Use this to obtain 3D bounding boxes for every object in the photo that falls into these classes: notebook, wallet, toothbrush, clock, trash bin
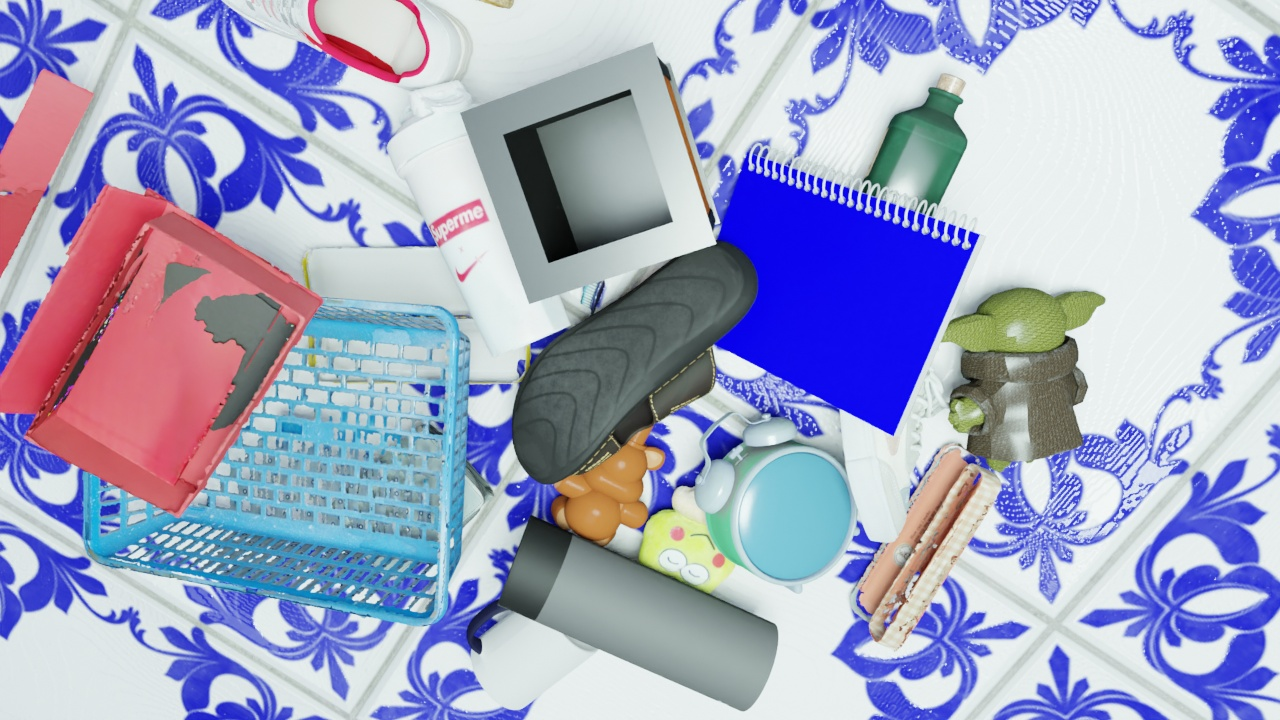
[{"bbox_3d":[0.146,-0.063,0.735,0.209,0.022,0.172,29,109,34],"label":"notebook"},{"bbox_3d":[-0.214,0.132,0.862,0.132,0.054,0.100,-39,96,11],"label":"wallet"},{"bbox_3d":[-0.069,0.010,0.837,0.017,0.016,0.189,23,105,10],"label":"toothbrush"},{"bbox_3d":[0.109,0.114,0.797,0.121,0.075,0.161,-42,106,-12],"label":"clock"},{"bbox_3d":[-0.027,-0.145,0.712,0.140,0.171,0.140,-17,101,10],"label":"trash bin"}]

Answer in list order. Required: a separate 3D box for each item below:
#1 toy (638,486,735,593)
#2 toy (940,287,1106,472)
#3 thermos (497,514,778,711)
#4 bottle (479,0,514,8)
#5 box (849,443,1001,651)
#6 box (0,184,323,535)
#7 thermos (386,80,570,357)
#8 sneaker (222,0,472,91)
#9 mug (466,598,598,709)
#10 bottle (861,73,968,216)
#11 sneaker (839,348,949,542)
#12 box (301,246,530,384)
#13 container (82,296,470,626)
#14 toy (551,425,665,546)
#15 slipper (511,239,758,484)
[{"bbox_3d":[0.054,0.157,0.844,0.092,0.046,0.115,29,97,-4],"label":"toy"},{"bbox_3d":[0.312,0.016,0.758,0.179,0.078,0.153,-12,102,-23],"label":"toy"},{"bbox_3d":[-0.005,0.223,0.811,0.240,0.082,0.082,25,105,-4],"label":"thermos"},{"bbox_3d":[-0.118,-0.343,0.734,0.056,0.056,0.105,17,105,2],"label":"bottle"},{"bbox_3d":[0.250,0.164,0.812,0.042,0.082,0.187,24,103,-12],"label":"box"},{"bbox_3d":[-0.362,0.003,0.702,0.164,0.153,0.215,43,104,29],"label":"box"},{"bbox_3d":[-0.131,-0.117,0.759,0.099,0.099,0.220,-23,93,11],"label":"thermos"},{"bbox_3d":[-0.259,-0.288,0.738,0.236,0.104,0.090,28,105,-1],"label":"sneaker"},{"bbox_3d":[-0.109,0.261,0.861,0.097,0.078,0.112,-40,124,13],"label":"mug"},{"bbox_3d":[0.222,-0.164,0.738,0.061,0.061,0.131,23,105,3],"label":"bottle"},{"bbox_3d":[0.212,0.032,0.763,0.091,0.089,0.242,-7,92,15],"label":"sneaker"},{"bbox_3d":[-0.203,-0.041,0.831,0.210,0.036,0.130,0,100,7],"label":"box"},{"bbox_3d":[-0.308,0.067,0.797,0.363,0.089,0.257,6,96,17],"label":"container"},{"bbox_3d":[-0.028,0.107,0.840,0.095,0.065,0.128,28,97,-9],"label":"toy"},{"bbox_3d":[-0.005,0.005,0.793,0.268,0.075,0.113,-42,69,11],"label":"slipper"}]
